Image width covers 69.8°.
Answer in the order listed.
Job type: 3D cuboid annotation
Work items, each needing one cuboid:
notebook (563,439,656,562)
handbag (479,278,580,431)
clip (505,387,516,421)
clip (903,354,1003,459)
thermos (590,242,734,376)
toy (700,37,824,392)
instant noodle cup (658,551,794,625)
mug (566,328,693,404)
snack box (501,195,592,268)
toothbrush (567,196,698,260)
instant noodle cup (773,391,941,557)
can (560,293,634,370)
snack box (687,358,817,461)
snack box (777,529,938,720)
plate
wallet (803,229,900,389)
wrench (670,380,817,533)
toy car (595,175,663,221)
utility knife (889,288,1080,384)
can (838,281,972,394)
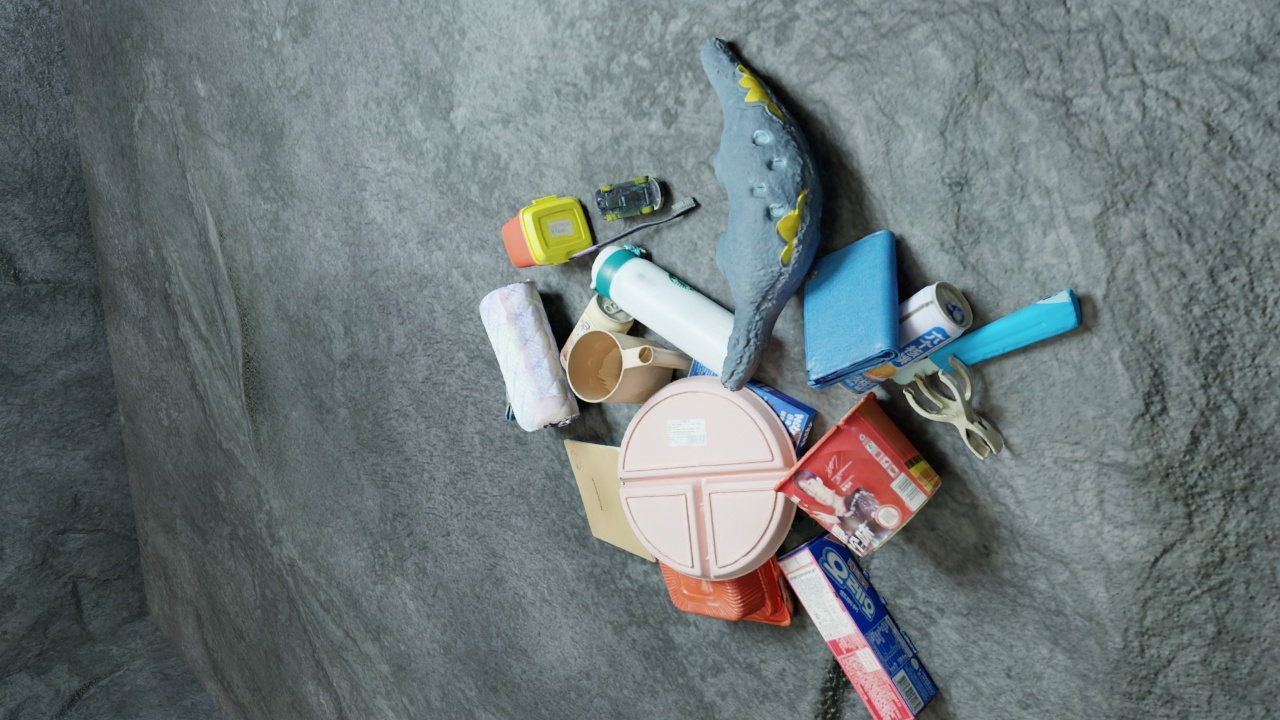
[{"bbox_3d":[-0.044,0.178,1.198,0.208,0.008,0.148,-3,105,67],"label":"notebook"},{"bbox_3d":[-0.149,-0.001,1.210,0.194,0.075,0.134,69,158,0],"label":"handbag"},{"bbox_3d":[-0.183,0.059,1.330,0.031,0.025,0.057,16,110,34],"label":"clip"},{"bbox_3d":[0.284,0.047,0.853,0.093,0.034,0.103,-5,119,43],"label":"clip"},{"bbox_3d":[0.037,-0.060,1.038,0.224,0.073,0.073,36,128,30],"label":"thermos"},{"bbox_3d":[0.116,-0.144,0.898,0.138,0.091,0.356,3,97,49],"label":"toy"},{"bbox_3d":[0.087,0.235,1.095,0.165,0.078,0.189,-9,101,49],"label":"instant noodle cup"},{"bbox_3d":[-0.006,0.006,1.067,0.125,0.103,0.084,-12,78,35],"label":"mug"},{"bbox_3d":[-0.119,-0.156,1.135,0.080,0.091,0.082,-9,100,53],"label":"snack box"},{"bbox_3d":[-0.013,-0.150,1.060,0.189,0.014,0.016,-19,82,33],"label":"toothbrush"},{"bbox_3d":[0.214,0.116,0.892,0.108,0.137,0.138,46,133,13],"label":"instant noodle cup"},{"bbox_3d":[-0.054,-0.031,1.141,0.058,0.058,0.117,51,134,17],"label":"can"},{"bbox_3d":[0.115,0.062,1.026,0.157,0.026,0.085,29,113,33],"label":"snack box"},{"bbox_3d":[0.233,0.285,0.990,0.207,0.057,0.058,58,138,10],"label":"snack box"},{"bbox_3d":[0.066,0.131,1.020,0.230,0.028,0.229,-1,89,35],"label":"plate"},{"bbox_3d":[0.197,-0.046,0.862,0.107,0.040,0.132,-27,47,46],"label":"wallet"},{"bbox_3d":[0.099,0.104,1.077,0.273,0.016,0.056,43,128,23],"label":"wrench"},{"bbox_3d":[-0.010,-0.187,1.053,0.091,0.035,0.042,-4,105,39],"label":"toy car"},{"bbox_3d":[0.303,-0.013,0.829,0.034,0.018,0.200,52,138,-8],"label":"utility knife"},{"bbox_3d":[0.242,-0.020,0.861,0.135,0.053,0.053,-40,77,45],"label":"can"}]
